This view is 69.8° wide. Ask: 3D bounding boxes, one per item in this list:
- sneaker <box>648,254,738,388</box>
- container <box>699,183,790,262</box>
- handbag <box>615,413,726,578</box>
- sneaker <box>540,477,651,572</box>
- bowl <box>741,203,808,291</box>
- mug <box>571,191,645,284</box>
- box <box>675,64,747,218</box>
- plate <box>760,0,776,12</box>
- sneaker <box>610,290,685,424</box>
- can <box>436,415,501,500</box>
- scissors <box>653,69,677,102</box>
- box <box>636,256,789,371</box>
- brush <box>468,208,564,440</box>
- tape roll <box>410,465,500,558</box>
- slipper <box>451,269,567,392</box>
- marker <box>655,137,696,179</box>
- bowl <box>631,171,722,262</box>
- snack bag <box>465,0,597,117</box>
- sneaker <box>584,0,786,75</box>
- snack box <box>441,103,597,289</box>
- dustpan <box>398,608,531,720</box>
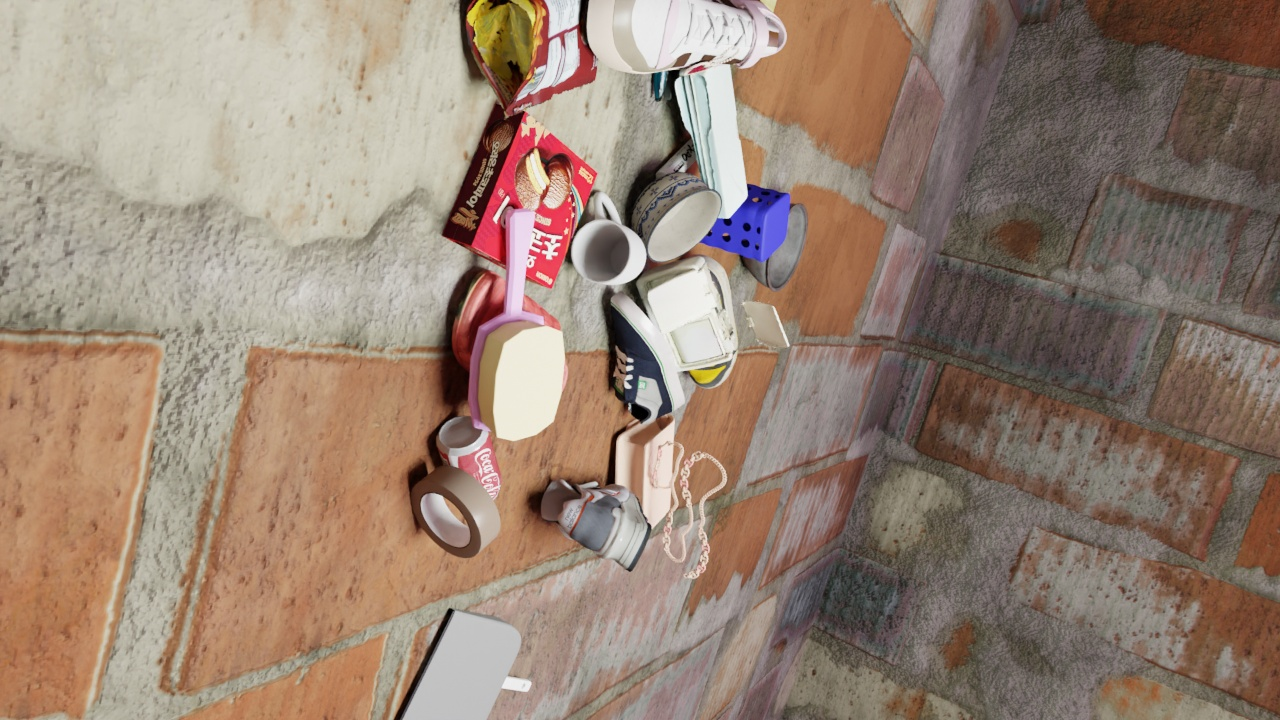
[{"bbox_3d":[0.077,-0.024,1.319,0.121,0.086,0.239,-55,147,-40],"label":"sneaker"},{"bbox_3d":[0.139,-0.200,1.280,0.084,0.114,0.085,-43,144,-42],"label":"container"},{"bbox_3d":[0.058,0.186,1.320,0.116,0.187,0.199,-29,127,-54],"label":"handbag"},{"bbox_3d":[-0.068,0.194,1.190,0.089,0.124,0.240,-62,-166,-4],"label":"sneaker"},{"bbox_3d":[0.209,-0.189,1.478,0.144,0.067,0.145,-43,144,-43],"label":"bowl"},{"bbox_3d":[-0.033,-0.140,1.060,0.089,0.071,0.107,-5,85,-71],"label":"mug"},{"bbox_3d":[0.091,-0.275,1.134,0.085,0.072,0.199,-95,172,-52],"label":"box"},{"bbox_3d":[0.117,-0.465,1.128,0.183,0.036,0.185,-42,144,-42],"label":"plate"},{"bbox_3d":[-0.007,0.007,1.201,0.079,0.084,0.235,-36,142,-11],"label":"sneaker"},{"bbox_3d":[-0.178,0.107,0.960,0.053,0.054,0.097,-49,148,-36],"label":"can"},{"bbox_3d":[0.030,-0.370,1.052,0.135,0.019,0.130,-64,153,-16],"label":"scissors"},{"bbox_3d":[0.089,-0.058,1.163,0.143,0.182,0.080,65,31,-19],"label":"box"},{"bbox_3d":[-0.116,-0.031,0.888,0.089,0.043,0.229,-14,120,-42],"label":"brush"},{"bbox_3d":[-0.187,0.153,0.928,0.030,0.094,0.094,-41,142,-45],"label":"tape roll"},{"bbox_3d":[-0.123,-0.006,0.979,0.103,0.059,0.249,-62,155,-16],"label":"slipper"},{"bbox_3d":[0.061,-0.266,1.183,0.125,0.025,0.025,-50,148,-34],"label":"marker"},{"bbox_3d":[0.037,-0.183,1.131,0.115,0.059,0.116,-32,155,-17],"label":"bowl"},{"bbox_3d":[-0.073,-0.308,0.849,0.207,0.067,0.139,-46,146,-50],"label":"snack bag"},{"bbox_3d":[0.061,-0.341,0.941,0.293,0.116,0.112,-20,127,-56],"label":"sneaker"},{"bbox_3d":[-0.114,-0.156,0.908,0.152,0.036,0.132,25,86,-64],"label":"snack box"},{"bbox_3d":[-0.205,0.406,1.162,0.257,0.033,0.163,39,73,-54],"label":"dustpan"}]
